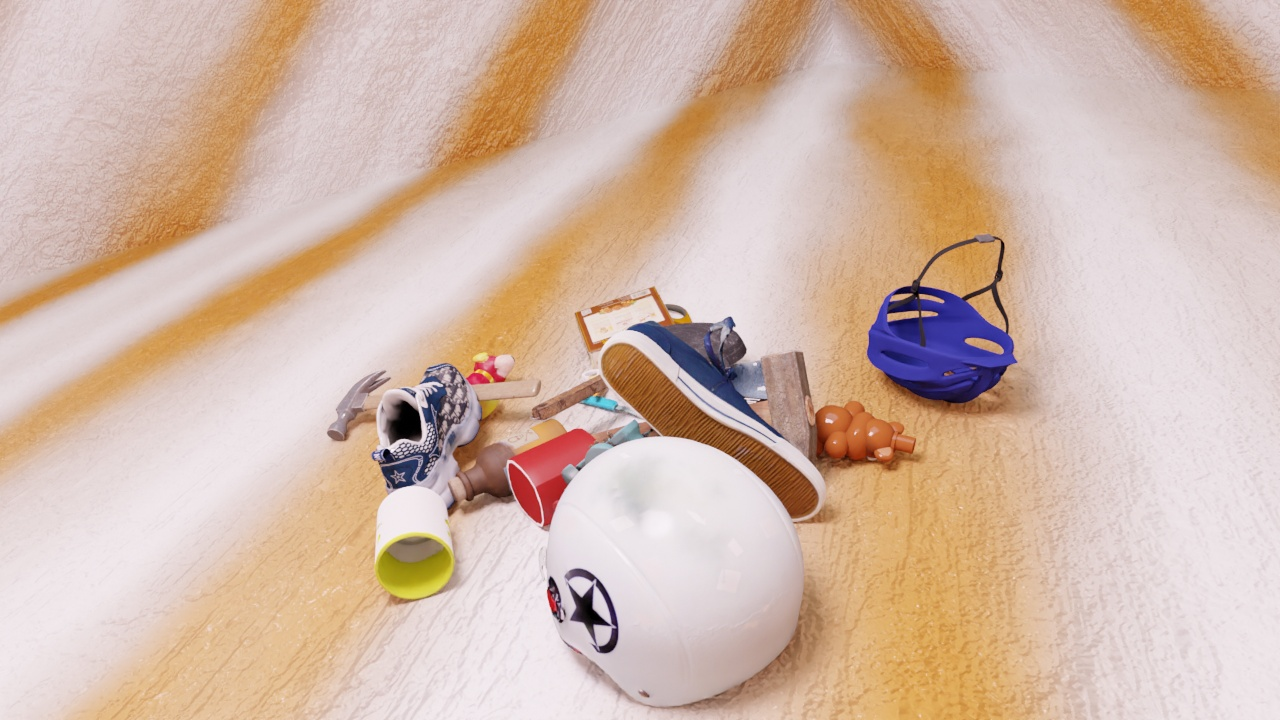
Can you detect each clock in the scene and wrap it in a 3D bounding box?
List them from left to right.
[{"bbox_3d":[-0.037,0.112,1.010,0.090,0.053,0.124,-41,-3,43],"label":"clock"}]

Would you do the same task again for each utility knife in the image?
[{"bbox_3d":[-0.053,0.061,1.305,0.158,0.015,0.022,14,34,44],"label":"utility knife"}]

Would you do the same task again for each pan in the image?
[{"bbox_3d":[-0.008,0.007,1.261,0.355,0.040,0.208,-22,20,-38],"label":"pan"}]

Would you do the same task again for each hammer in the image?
[{"bbox_3d":[-0.296,0.051,1.323,0.332,0.031,0.119,-7,44,22],"label":"hammer"},{"bbox_3d":[0.062,0.093,1.106,0.301,0.158,0.037,-12,-7,26],"label":"hammer"}]

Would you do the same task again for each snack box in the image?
[{"bbox_3d":[-0.023,-0.051,1.469,0.143,0.041,0.147,-18,32,-4],"label":"snack box"}]

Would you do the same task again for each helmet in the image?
[{"bbox_3d":[0.026,0.163,0.848,0.236,0.164,0.264,-21,44,-25],"label":"helmet"},{"bbox_3d":[0.381,-0.062,1.161,0.147,0.228,0.241,-8,25,-19],"label":"helmet"}]

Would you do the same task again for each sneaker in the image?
[{"bbox_3d":[-0.285,0.072,1.180,0.103,0.132,0.268,-14,36,11],"label":"sneaker"},{"bbox_3d":[0.097,0.054,1.031,0.294,0.121,0.127,41,37,7],"label":"sneaker"}]

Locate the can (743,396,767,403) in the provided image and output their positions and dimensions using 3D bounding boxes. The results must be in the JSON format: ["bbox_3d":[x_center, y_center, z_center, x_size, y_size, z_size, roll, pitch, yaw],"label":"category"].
[{"bbox_3d":[0.133,0.081,1.133,0.129,0.072,0.071,4,29,27],"label":"can"}]

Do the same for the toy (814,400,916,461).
[{"bbox_3d":[0.261,0.092,1.095,0.128,0.065,0.094,13,41,24],"label":"toy"}]

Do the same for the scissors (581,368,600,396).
[{"bbox_3d":[-0.071,0.033,1.352,0.084,0.012,0.132,3,17,27],"label":"scissors"}]

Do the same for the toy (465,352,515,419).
[{"bbox_3d":[-0.246,0.044,1.372,0.106,0.067,0.137,0,40,26],"label":"toy"}]

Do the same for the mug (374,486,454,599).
[{"bbox_3d":[-0.251,0.199,1.015,0.082,0.083,0.106,-14,25,-9],"label":"mug"}]

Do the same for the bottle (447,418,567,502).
[{"bbox_3d":[-0.163,0.131,1.140,0.156,0.068,0.068,-23,29,-26],"label":"bottle"}]

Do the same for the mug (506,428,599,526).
[{"bbox_3d":[-0.087,0.144,1.077,0.096,0.081,0.116,-24,36,-27],"label":"mug"}]

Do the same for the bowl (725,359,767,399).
[{"bbox_3d":[0.157,0.044,1.220,0.110,0.055,0.110,-9,25,4],"label":"bowl"}]

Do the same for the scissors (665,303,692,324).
[{"bbox_3d":[0.057,-0.045,1.487,0.165,0.016,0.225,-21,28,-21],"label":"scissors"}]
